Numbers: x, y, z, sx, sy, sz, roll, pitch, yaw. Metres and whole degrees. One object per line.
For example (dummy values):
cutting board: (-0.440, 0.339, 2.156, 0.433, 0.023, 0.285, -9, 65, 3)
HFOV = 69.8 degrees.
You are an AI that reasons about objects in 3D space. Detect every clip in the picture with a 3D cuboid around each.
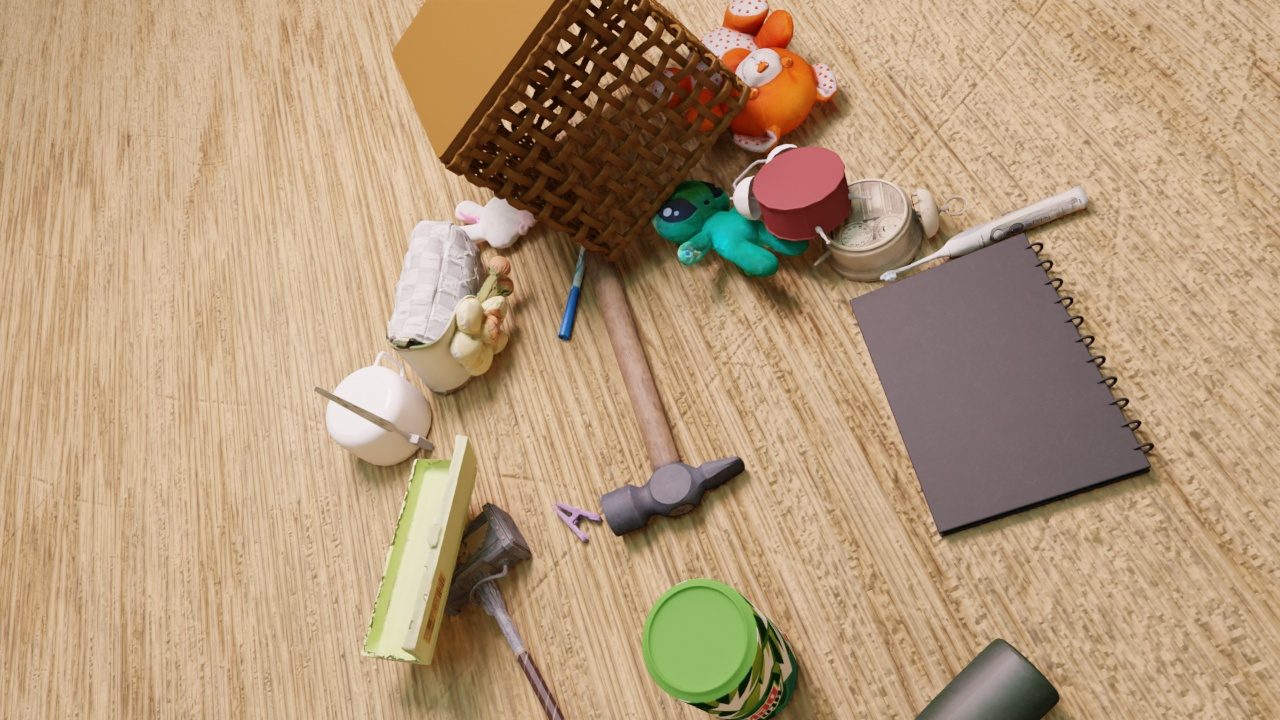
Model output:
clip: (-0.056, 0.144, 0.851, 0.045, 0.014, 0.050, -34, 57, 4)

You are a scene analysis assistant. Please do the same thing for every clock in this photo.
clock: (0.227, -0.129, 0.845, 0.141, 0.054, 0.092, -12, 58, 21)
clock: (0.141, -0.156, 0.844, 0.087, 0.044, 0.124, -46, 47, -16)

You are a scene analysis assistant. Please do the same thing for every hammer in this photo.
hammer: (-0.005, 0.005, 0.891, 0.129, 0.040, 0.321, -23, 55, 7)
hammer: (-0.089, 0.270, 0.775, 0.098, 0.044, 0.322, -39, 55, 0)

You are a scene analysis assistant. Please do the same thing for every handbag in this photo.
handbag: (-0.196, -0.064, 0.971, 0.123, 0.112, 0.171, -4, 61, 12)

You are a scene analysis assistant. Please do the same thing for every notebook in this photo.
notebook: (0.290, 0.012, 0.762, 0.169, 0.019, 0.231, -21, 57, 14)

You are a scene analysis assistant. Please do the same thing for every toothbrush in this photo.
toothbrush: (-0.252, 0.057, 0.882, 0.010, 0.181, 0.010, 9, 72, 24)
toothbrush: (0.303, -0.110, 0.820, 0.186, 0.022, 0.024, -22, 38, 11)

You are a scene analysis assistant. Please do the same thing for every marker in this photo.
marker: (-0.068, -0.087, 0.982, 0.013, 0.013, 0.141, 0, 63, 24)

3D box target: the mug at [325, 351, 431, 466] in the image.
mug: (-0.274, 0.048, 0.967, 0.094, 0.068, 0.115, -5, 62, 22)

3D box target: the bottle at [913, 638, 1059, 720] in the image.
bottle: (0.207, 0.271, 0.635, 0.174, 0.055, 0.055, -43, 55, -1)

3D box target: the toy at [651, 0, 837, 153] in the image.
toy: (0.111, -0.297, 0.968, 0.163, 0.093, 0.172, -44, 56, -3)

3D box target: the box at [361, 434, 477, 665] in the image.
box: (-0.184, 0.170, 0.810, 0.134, 0.061, 0.187, -34, 41, 53)

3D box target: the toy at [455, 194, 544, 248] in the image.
toy: (-0.160, -0.161, 1.049, 0.126, 0.037, 0.075, -7, 57, 18)

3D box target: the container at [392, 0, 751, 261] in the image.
container: (-0.079, -0.286, 0.914, 0.220, 0.214, 0.251, -48, 43, 18)

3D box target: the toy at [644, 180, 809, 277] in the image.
toy: (0.076, -0.131, 0.909, 0.130, 0.072, 0.193, -37, 48, -21)

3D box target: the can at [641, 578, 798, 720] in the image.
can: (0.063, 0.218, 0.674, 0.083, 0.144, 0.083, -10, 60, 18)
